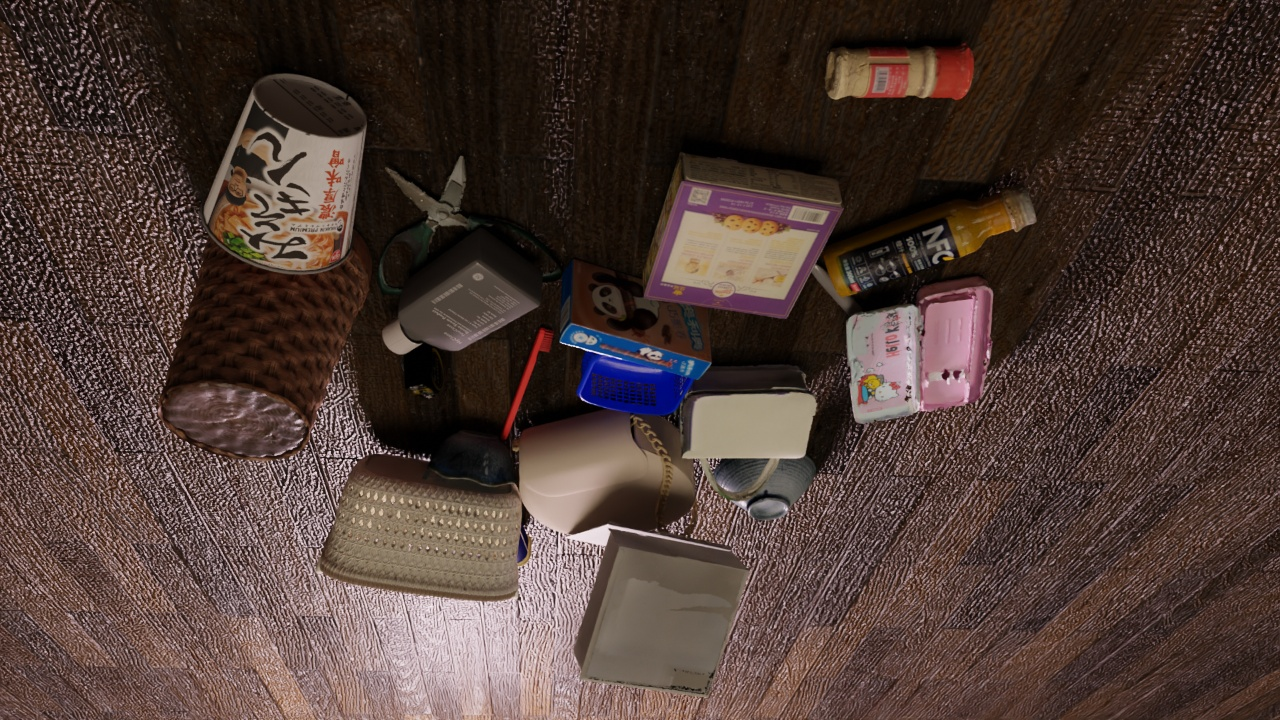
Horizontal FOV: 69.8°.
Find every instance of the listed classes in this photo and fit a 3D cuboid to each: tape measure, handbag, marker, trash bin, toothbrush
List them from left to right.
[{"bbox_3d":[-0.334,-0.023,0.827,0.151,0.209,0.151,0,142,-1],"label":"trash bin"},{"bbox_3d":[-0.236,0.009,0.987,0.034,0.061,0.061,-8,158,6],"label":"tape measure"},{"bbox_3d":[-0.131,0.032,1.057,0.018,0.012,0.213,11,140,-15],"label":"toothbrush"},{"bbox_3d":[-0.040,0.149,1.131,0.211,0.103,0.209,-14,140,16],"label":"handbag"},{"bbox_3d":[0.116,0.087,1.069,0.151,0.074,0.176,-1,122,-3],"label":"handbag"},{"bbox_3d":[0.209,-0.061,0.950,0.022,0.016,0.138,-6,146,43],"label":"marker"}]

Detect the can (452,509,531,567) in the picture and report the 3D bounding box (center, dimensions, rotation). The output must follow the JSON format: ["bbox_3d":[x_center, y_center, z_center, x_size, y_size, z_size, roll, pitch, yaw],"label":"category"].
[{"bbox_3d":[-0.218,0.245,1.285,0.116,0.056,0.092,-4,140,4],"label":"can"}]

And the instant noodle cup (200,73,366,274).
[{"bbox_3d":[-0.281,-0.157,0.747,0.123,0.123,0.122,17,129,-21],"label":"instant noodle cup"}]

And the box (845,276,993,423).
[{"bbox_3d":[0.302,-0.006,1.002,0.152,0.038,0.201,-9,140,9],"label":"box"}]

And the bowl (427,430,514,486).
[{"bbox_3d":[-0.200,0.116,1.112,0.110,0.055,0.110,11,179,0],"label":"bowl"}]

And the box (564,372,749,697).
[{"bbox_3d":[-0.001,0.207,1.182,0.167,0.421,0.174,16,120,-19],"label":"box"}]

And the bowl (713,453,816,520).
[{"bbox_3d":[0.165,0.172,1.203,0.137,0.057,0.137,-1,141,-1],"label":"bowl"}]

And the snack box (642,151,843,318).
[{"bbox_3d":[0.087,-0.107,0.825,0.143,0.040,0.148,8,140,-10],"label":"snack box"}]

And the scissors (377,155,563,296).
[{"bbox_3d":[-0.162,-0.111,0.879,0.202,0.015,0.202,16,140,-18],"label":"scissors"}]

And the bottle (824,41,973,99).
[{"bbox_3d":[0.202,-0.227,0.722,0.109,0.044,0.044,-1,141,0],"label":"bottle"}]

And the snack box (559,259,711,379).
[{"bbox_3d":[-0.005,-0.040,0.911,0.151,0.087,0.034,15,139,-19],"label":"snack box"}]

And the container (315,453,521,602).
[{"bbox_3d":[-0.261,0.207,1.132,0.246,0.184,0.143,11,95,-14],"label":"container"}]

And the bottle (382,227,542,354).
[{"bbox_3d":[-0.186,-0.055,0.902,0.174,0.046,0.083,-27,136,31],"label":"bottle"}]

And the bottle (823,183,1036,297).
[{"bbox_3d":[0.267,-0.113,0.855,0.186,0.053,0.053,-19,138,21],"label":"bottle"}]

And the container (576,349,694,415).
[{"bbox_3d":[-0.006,0.006,0.991,0.114,0.058,0.096,11,140,-14],"label":"container"}]
